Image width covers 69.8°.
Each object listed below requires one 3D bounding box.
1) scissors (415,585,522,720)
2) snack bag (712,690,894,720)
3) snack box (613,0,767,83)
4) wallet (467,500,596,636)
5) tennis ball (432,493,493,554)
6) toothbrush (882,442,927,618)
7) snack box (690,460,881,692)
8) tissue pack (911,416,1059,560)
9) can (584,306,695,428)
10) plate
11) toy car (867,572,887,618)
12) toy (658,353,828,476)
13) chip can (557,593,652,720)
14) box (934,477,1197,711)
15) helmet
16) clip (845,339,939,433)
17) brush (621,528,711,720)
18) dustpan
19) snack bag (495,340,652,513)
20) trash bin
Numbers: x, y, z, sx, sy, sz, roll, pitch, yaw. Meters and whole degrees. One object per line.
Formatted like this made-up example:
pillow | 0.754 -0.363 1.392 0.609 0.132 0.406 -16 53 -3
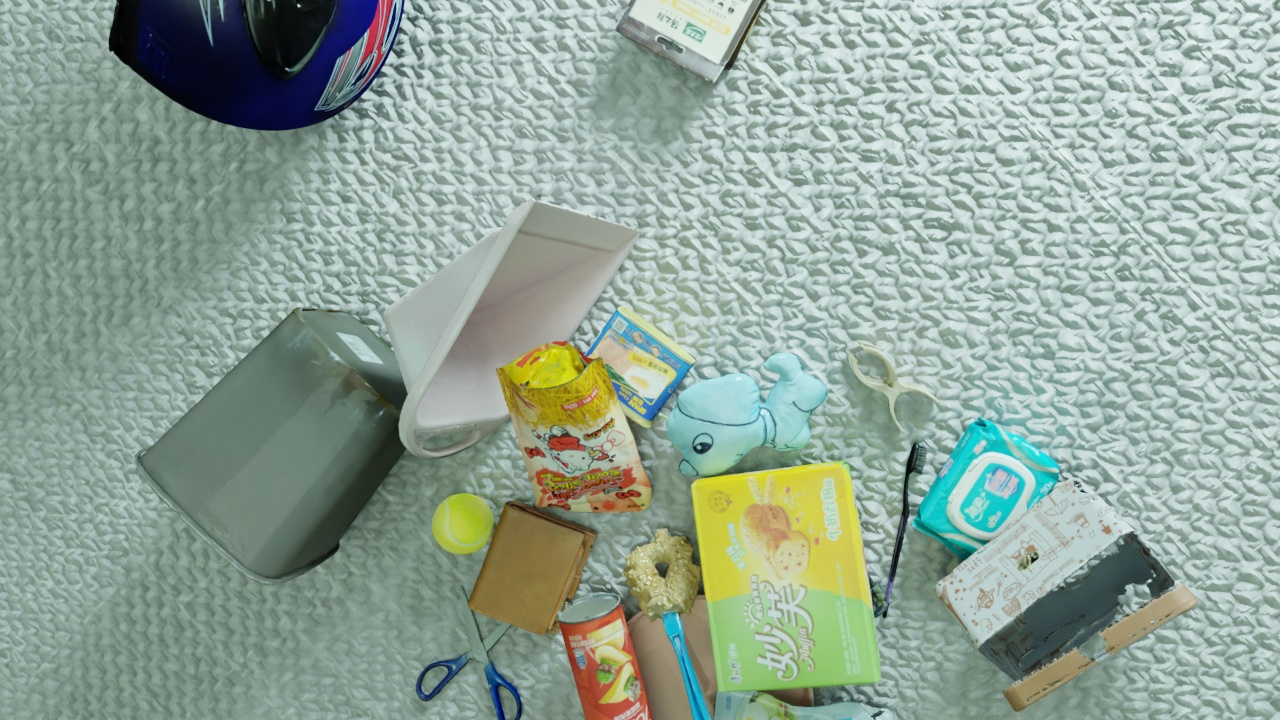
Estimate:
scissors | -0.187 0.342 1.040 0.162 0.012 0.175 -24 90 12
snack bag | 0.168 0.398 0.943 0.191 0.039 0.110 5 88 8
snack box | 0.055 -0.346 0.885 0.113 0.053 0.126 30 102 5
wallet | -0.118 0.228 0.999 0.108 0.031 0.132 20 104 -3
tennis ball | -0.192 0.177 0.992 0.065 0.065 0.065 1 97 10
toothbrush | 0.268 0.175 0.935 0.017 0.014 0.189 8 99 -3
snack box | 0.144 0.212 0.908 0.158 0.070 0.210 -9 82 14
tissue pack | 0.337 0.132 0.897 0.093 0.050 0.133 29 102 4
can | -0.006 0.005 0.941 0.102 0.057 0.083 37 100 4
plate | 0.070 0.358 0.987 0.230 0.028 0.229 1 98 10
toy car | 0.215 0.223 0.940 0.043 0.034 0.090 -37 77 14
toy | 0.099 0.058 0.929 0.156 0.049 0.162 18 110 -4
chip can | -0.026 0.356 0.954 0.073 0.073 0.216 -13 95 12
box | 0.397 0.236 0.833 0.181 0.148 0.146 -43 122 13
helmet | -0.340 -0.373 0.857 0.240 0.247 0.316 10 111 -34
clip | 0.246 0.022 0.909 0.070 0.034 0.100 -42 93 12
brush | 0.044 0.294 0.924 0.083 0.046 0.254 -18 66 4
dustpan | -0.118 -0.020 0.883 0.274 0.222 0.138 -28 79 25
snack bag | -0.067 0.080 0.926 0.129 0.073 0.208 -6 128 10
trash bin | -0.349 0.075 0.951 0.198 0.199 0.220 42 96 3
